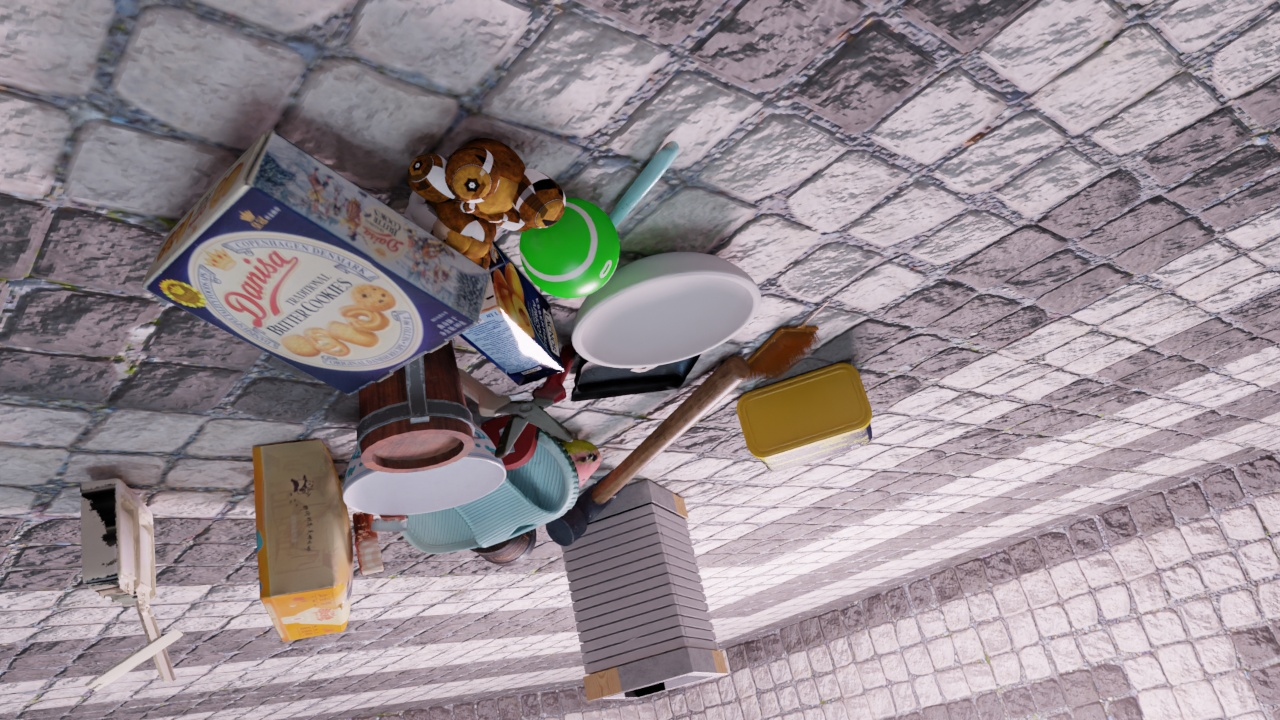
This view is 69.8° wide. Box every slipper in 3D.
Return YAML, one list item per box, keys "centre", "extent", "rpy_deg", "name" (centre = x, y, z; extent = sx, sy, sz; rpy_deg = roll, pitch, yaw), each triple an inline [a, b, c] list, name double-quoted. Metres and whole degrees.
- centre: [-0.176, 0.156, 0.976]
  extent: [0.277, 0.069, 0.116]
  rpy_deg: [-26, 110, 33]
  name: "slipper"

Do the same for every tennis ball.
- centre: [-0.046, -0.073, 0.597]
  extent: [0.065, 0.065, 0.065]
  rpy_deg: [-11, 156, -5]
  name: "tennis ball"

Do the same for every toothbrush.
- centre: [-0.024, -0.092, 0.629]
  extent: [0.016, 0.016, 0.181]
  rpy_deg: [12, 147, -29]
  name: "toothbrush"

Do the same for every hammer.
- centre: [0.015, 0.092, 0.993]
  extent: [0.129, 0.040, 0.323]
  rpy_deg: [-36, 172, -48]
  name: "hammer"

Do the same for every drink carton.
- centre: [-0.098, -0.032, 0.659]
  extent: [0.040, 0.064, 0.130]
  rpy_deg: [-18, 156, 9]
  name: "drink carton"

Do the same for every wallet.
- centre: [-0.005, 0.005, 0.834]
  extent: [0.115, 0.026, 0.089]
  rpy_deg: [-6, 155, -17]
  name: "wallet"

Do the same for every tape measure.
- centre: [-0.125, 0.078, 0.899]
  extent: [0.059, 0.051, 0.019]
  rpy_deg: [-15, 156, 4]
  name: "tape measure"

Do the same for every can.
- centre: [0.186, 0.068, 1.016]
  extent: [0.135, 0.075, 0.104]
  rpy_deg: [-19, 158, 11]
  name: "can"

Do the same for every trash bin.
- centre: [-0.002, 0.309, 1.224]
  extent: [0.143, 0.246, 0.142]
  rpy_deg: [-21, 155, 15]
  name: "trash bin"

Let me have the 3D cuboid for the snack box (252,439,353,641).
- centre: [-0.326, 0.182, 0.904]
  extent: [0.080, 0.145, 0.196]
  rpy_deg: [-5, 155, -18]
  name: "snack box"

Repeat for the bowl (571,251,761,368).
- centre: [0.017, -0.046, 0.716]
  extent: [0.149, 0.043, 0.150]
  rpy_deg: [-11, 156, -5]
  name: "bowl"

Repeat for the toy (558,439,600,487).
- centre: [-0.090, 0.118, 1.002]
  extent: [0.090, 0.051, 0.110]
  rpy_deg: [1, 153, -36]
  name: "toy"

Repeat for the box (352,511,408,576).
- centre: [-0.269, 0.174, 0.944]
  extent: [0.067, 0.057, 0.187]
  rpy_deg: [-30, -171, -15]
  name: "box"

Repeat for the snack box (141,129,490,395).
- centre: [-0.188, -0.046, 0.532]
  extent: [0.145, 0.042, 0.145]
  rpy_deg: [-24, 136, 40]
  name: "snack box"

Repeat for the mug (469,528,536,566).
- centre: [-0.159, 0.193, 1.115]
  extent: [0.115, 0.080, 0.107]
  rpy_deg: [-38, 159, -10]
  name: "mug"

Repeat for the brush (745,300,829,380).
- centre: [0.145, -0.016, 0.879]
  extent: [0.048, 0.017, 0.127]
  rpy_deg: [-1, 153, -26]
  name: "brush"

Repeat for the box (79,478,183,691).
- centre: [-0.457, 0.206, 0.841]
  extent: [0.080, 0.180, 0.144]
  rpy_deg: [-7, 162, -18]
  name: "box"

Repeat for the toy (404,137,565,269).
- centre: [-0.107, -0.085, 0.544]
  extent: [0.087, 0.067, 0.113]
  rpy_deg: [16, 130, -42]
  name: "toy"

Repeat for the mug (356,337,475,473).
- centre: [-0.164, 0.007, 0.652]
  extent: [0.081, 0.111, 0.118]
  rpy_deg: [-5, 154, -18]
  name: "mug"

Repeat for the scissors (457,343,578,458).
- centre: [-0.099, 0.024, 0.720]
  extent: [0.179, 0.015, 0.198]
  rpy_deg: [5, -155, 26]
  name: "scissors"

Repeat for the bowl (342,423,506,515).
- centre: [-0.200, 0.082, 0.839]
  extent: [0.144, 0.074, 0.144]
  rpy_deg: [-11, 156, -5]
  name: "bowl"
